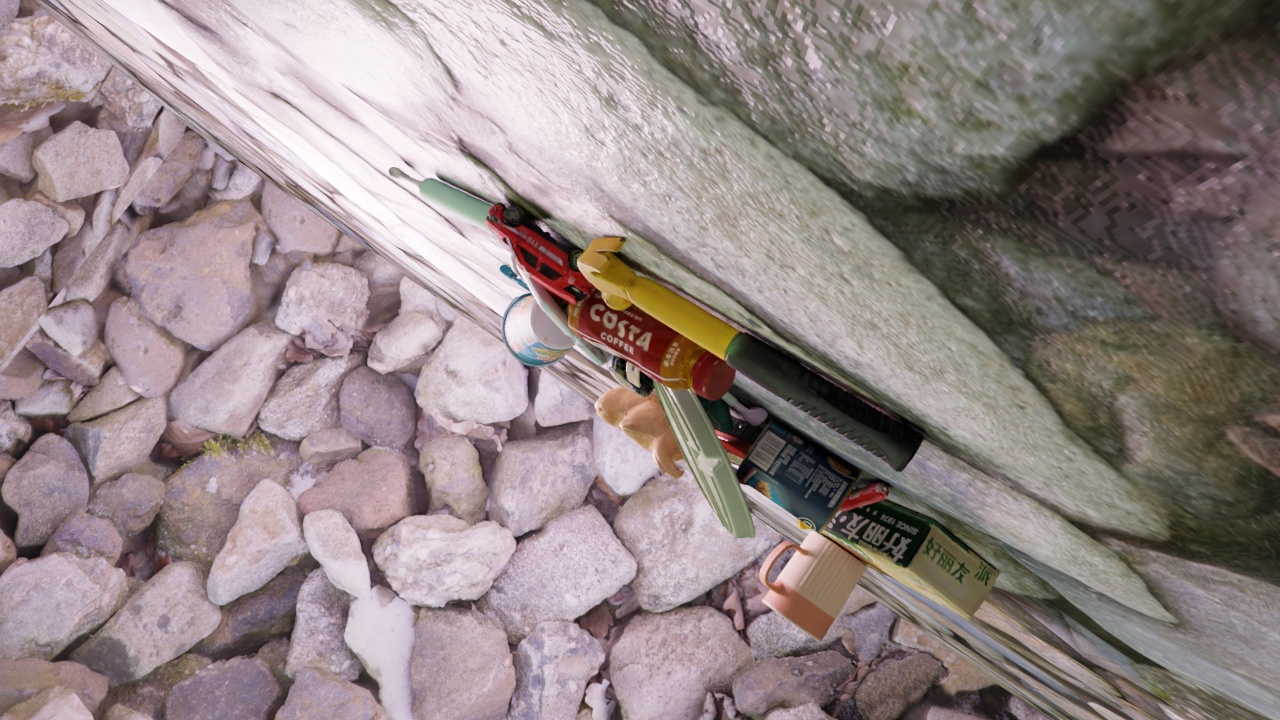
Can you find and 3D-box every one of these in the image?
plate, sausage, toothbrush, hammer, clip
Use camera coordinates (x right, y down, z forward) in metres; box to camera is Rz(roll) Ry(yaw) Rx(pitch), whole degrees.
[{"bbox_3d":[0.067,0.101,1.041,0.230,0.027,0.230,155,91,-85],"label":"plate"},{"bbox_3d":[0.233,0.145,0.973,0.020,0.020,0.156,34,165,4],"label":"sausage"},{"bbox_3d":[-0.199,-0.166,0.934,0.225,0.026,0.027,29,-167,40],"label":"toothbrush"},{"bbox_3d":[0.059,0.007,0.936,0.189,0.021,0.029,39,134,-22],"label":"toothbrush"},{"bbox_3d":[0.072,-0.009,0.695,0.301,0.033,0.129,32,174,21],"label":"hammer"},{"bbox_3d":[-0.163,-0.109,1.211,0.056,0.014,0.041,31,172,19],"label":"clip"},{"bbox_3d":[0.000,-0.019,0.975,0.034,0.064,0.098,30,164,32],"label":"clip"}]

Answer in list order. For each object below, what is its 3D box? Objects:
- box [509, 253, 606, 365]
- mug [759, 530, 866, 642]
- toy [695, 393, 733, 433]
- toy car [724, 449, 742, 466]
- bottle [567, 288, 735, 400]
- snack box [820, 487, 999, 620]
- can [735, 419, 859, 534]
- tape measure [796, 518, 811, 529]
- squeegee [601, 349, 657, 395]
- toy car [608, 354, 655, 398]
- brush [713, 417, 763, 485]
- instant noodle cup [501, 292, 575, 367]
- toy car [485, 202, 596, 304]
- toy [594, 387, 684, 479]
[{"bbox_3d":[-0.079,-0.054,0.965,0.090,0.068,0.201,33,174,21],"label":"box"},{"bbox_3d":[0.199,0.262,1.102,0.114,0.106,0.082,37,174,-18],"label":"mug"},{"bbox_3d":[0.081,0.060,1.123,0.092,0.030,0.096,33,158,43],"label":"toy"},{"bbox_3d":[0.138,0.119,1.226,0.035,0.042,0.090,60,160,-16],"label":"toy car"},{"bbox_3d":[0.009,-0.017,0.835,0.175,0.057,0.057,30,172,37],"label":"bottle"},{"bbox_3d":[0.279,0.204,1.045,0.114,0.063,0.240,37,173,-19],"label":"snack box"},{"bbox_3d":[0.164,0.121,0.972,0.111,0.075,0.075,34,173,12],"label":"can"},{"bbox_3d":[0.237,0.199,1.227,0.060,0.057,0.029,-5,170,-1],"label":"tape measure"},{"bbox_3d":[-0.025,0.008,1.249,0.247,0.039,0.246,30,171,36],"label":"squeegee"},{"bbox_3d":[-0.007,0.007,1.111,0.031,0.049,0.105,27,169,34],"label":"toy car"},{"bbox_3d":[0.118,0.111,1.147,0.063,0.069,0.146,39,172,-22],"label":"brush"},{"bbox_3d":[-0.113,-0.044,1.123,0.099,0.099,0.110,36,166,-13],"label":"instant noodle cup"},{"bbox_3d":[-0.090,-0.096,0.830,0.120,0.045,0.053,37,172,-1],"label":"toy car"},{"bbox_3d":[0.029,0.101,1.311,0.143,0.082,0.226,1,-161,-27],"label":"toy"}]
